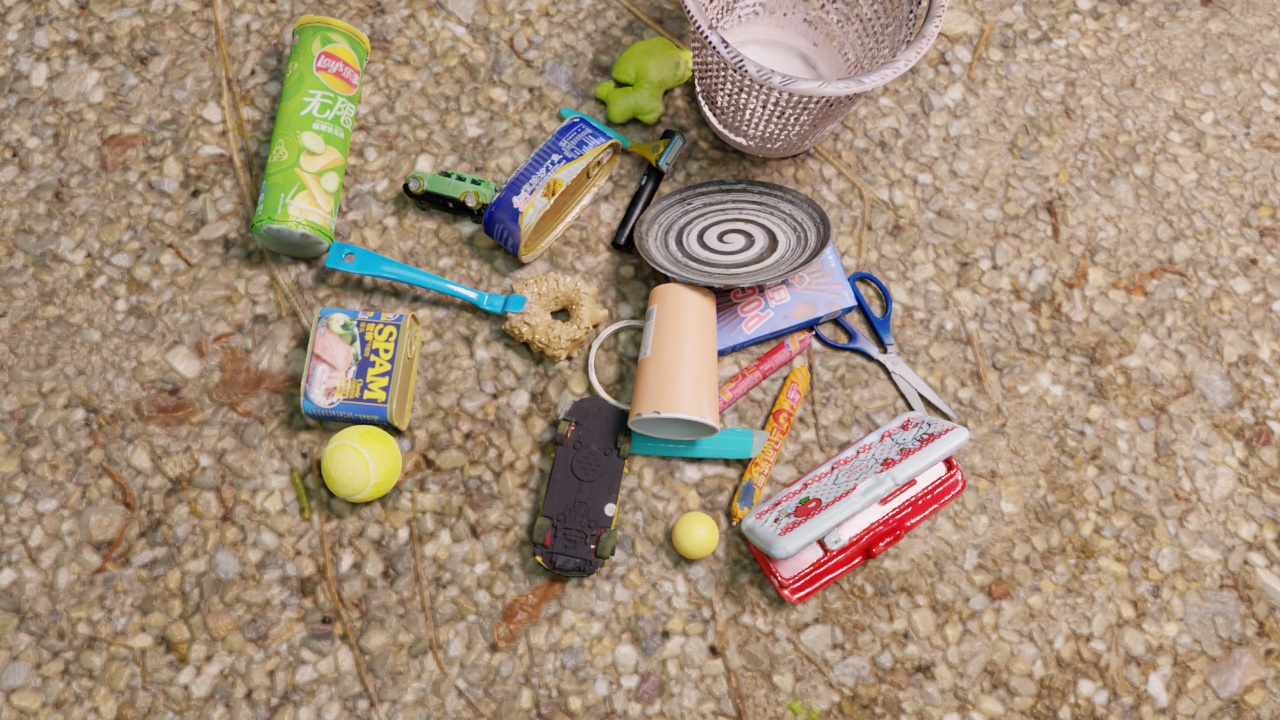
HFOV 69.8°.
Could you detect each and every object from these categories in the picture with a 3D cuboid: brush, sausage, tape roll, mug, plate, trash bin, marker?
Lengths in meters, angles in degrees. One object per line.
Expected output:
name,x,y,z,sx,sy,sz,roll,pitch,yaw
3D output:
brush,-0.155,-0.062,0.824,0.254,0.046,0.083,15,78,-6
sausage,0.117,0.073,0.822,0.021,0.021,0.165,25,75,3
tape roll,-0.005,0.005,0.837,0.086,0.014,0.085,1,74,-3
mug,0.032,0.000,0.789,0.078,0.078,0.122,5,72,-3
plate,0.083,-0.112,0.834,0.179,0.024,0.179,-3,41,3
trash bin,0.134,-0.294,0.835,0.227,0.192,0.227,1,75,-4
sausage,0.099,0.016,0.839,0.155,0.020,0.020,-36,80,-13
marker,0.007,-0.163,0.882,0.022,0.020,0.131,27,74,-13

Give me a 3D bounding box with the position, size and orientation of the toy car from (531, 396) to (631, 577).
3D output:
toy car,-0.047,0.109,0.791,0.071,0.041,0.155,11,77,-1

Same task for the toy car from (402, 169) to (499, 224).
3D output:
toy car,-0.175,-0.155,0.855,0.091,0.043,0.036,11,77,-3

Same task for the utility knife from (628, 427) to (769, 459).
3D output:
utility knife,0.031,0.071,0.816,0.164,0.013,0.029,2,80,5

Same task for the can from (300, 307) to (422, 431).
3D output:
can,-0.242,0.006,0.799,0.083,0.057,0.102,5,74,0

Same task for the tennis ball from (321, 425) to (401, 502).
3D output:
tennis ball,-0.234,0.087,0.771,0.065,0.065,0.065,1,74,-4

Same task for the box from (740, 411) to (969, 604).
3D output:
box,0.188,0.117,0.776,0.201,0.099,0.095,-30,78,-11

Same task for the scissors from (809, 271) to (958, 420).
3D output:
scissors,0.236,-0.012,0.858,0.171,0.012,0.141,22,77,3

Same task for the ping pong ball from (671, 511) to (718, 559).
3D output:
ping pong ball,0.047,0.150,0.787,0.040,0.040,0.040,1,74,-4

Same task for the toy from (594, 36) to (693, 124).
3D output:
toy,0.004,-0.279,0.906,0.097,0.031,0.100,2,73,6

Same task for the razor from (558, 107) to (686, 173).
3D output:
razor,-0.022,-0.217,0.884,0.132,0.028,0.043,25,77,20

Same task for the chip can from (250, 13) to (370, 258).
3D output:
chip can,-0.302,-0.204,0.844,0.072,0.073,0.221,5,75,-3

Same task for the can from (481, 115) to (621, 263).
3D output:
can,-0.081,-0.159,0.847,0.049,0.075,0.148,37,75,10

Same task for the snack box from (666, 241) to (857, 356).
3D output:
snack box,0.112,-0.062,0.850,0.157,0.026,0.084,-19,76,-4
